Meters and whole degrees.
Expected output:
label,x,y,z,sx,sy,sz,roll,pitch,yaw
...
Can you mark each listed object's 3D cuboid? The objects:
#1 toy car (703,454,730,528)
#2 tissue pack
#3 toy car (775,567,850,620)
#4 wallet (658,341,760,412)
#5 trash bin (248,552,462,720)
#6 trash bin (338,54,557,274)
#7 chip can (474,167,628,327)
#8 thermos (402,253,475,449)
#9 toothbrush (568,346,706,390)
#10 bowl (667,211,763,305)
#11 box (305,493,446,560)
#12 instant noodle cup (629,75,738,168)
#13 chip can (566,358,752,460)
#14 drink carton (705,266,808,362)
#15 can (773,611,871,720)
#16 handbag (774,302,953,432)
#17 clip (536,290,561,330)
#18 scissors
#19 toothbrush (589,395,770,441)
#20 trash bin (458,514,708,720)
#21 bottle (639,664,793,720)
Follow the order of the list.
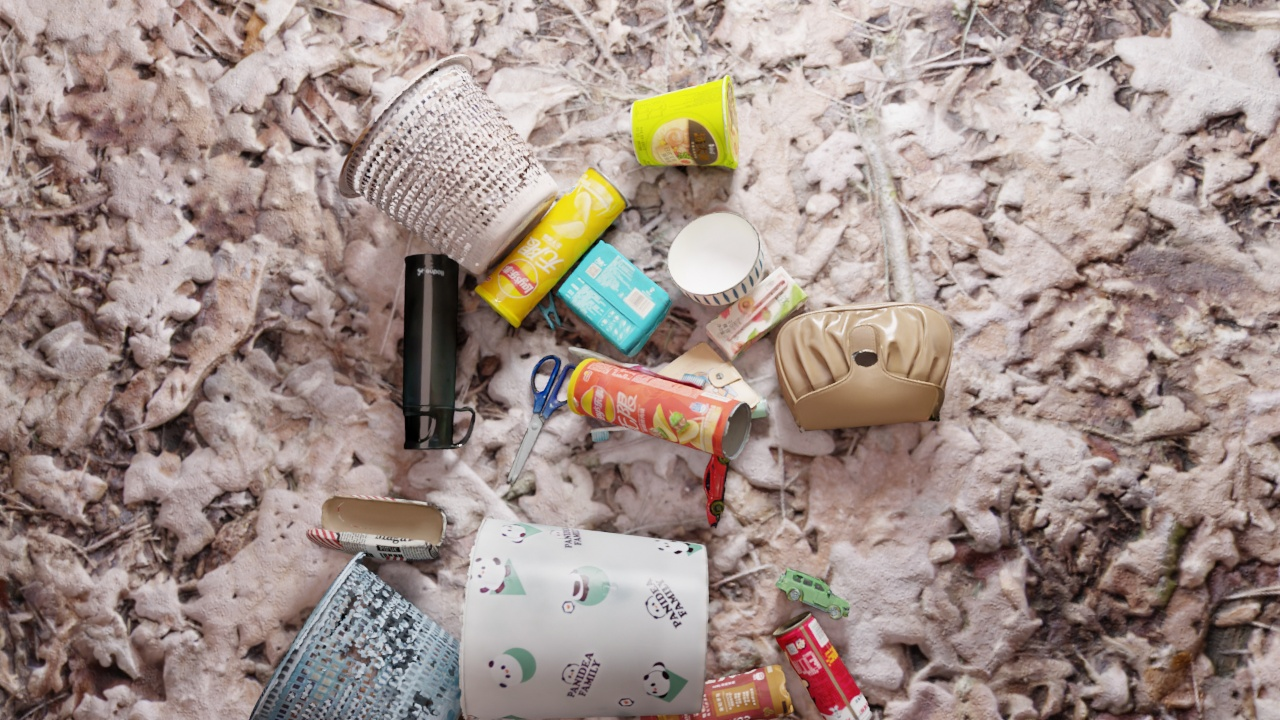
label,x,y,z,sx,sy,sz,roll,pitch,yaw
toy car,0.091,0.148,1.107,0.031,0.049,0.106,6,84,7
tissue pack,-0.033,-0.078,1.147,0.133,0.050,0.093,41,90,9
toy car,0.205,0.276,1.082,0.091,0.043,0.036,26,86,8
wallet,0.083,0.036,1.117,0.087,0.024,0.115,-39,60,-5
trash bin,-0.301,0.367,1.055,0.195,0.226,0.226,31,87,-4
trash bin,-0.216,-0.220,1.115,0.192,0.227,0.227,43,89,-4
chip can,-0.109,-0.141,1.145,0.072,0.072,0.213,42,85,9
thermos,-0.255,-0.009,1.160,0.090,0.068,0.242,1,85,-20
toothbrush,-0.007,0.007,1.134,0.188,0.016,0.017,16,61,22
bowl,0.098,-0.116,1.121,0.117,0.066,0.116,-10,62,19
box,-0.326,0.213,1.125,0.163,0.088,0.076,7,99,4
instant noodle cup,0.054,-0.288,1.141,0.123,0.111,0.111,-4,83,14
chip can,0.020,0.055,1.079,0.217,0.073,0.073,14,84,29
drink carton,0.142,-0.057,1.128,0.122,0.045,0.053,-39,80,0
can,0.212,0.363,1.066,0.053,0.053,0.132,-32,81,1
handbag,0.263,0.006,1.080,0.205,0.099,0.147,-6,86,9
clip,-0.118,-0.065,1.173,0.039,0.014,0.056,-24,79,3
scissors,-0.140,0.072,1.160,0.175,0.012,0.108,-42,83,1
toothbrush,0.047,0.072,1.132,0.224,0.026,0.027,-9,90,5
trash bin,-0.056,0.293,1.025,0.252,0.229,0.229,3,83,1
bottle,0.087,0.403,1.072,0.175,0.057,0.057,-15,82,4
